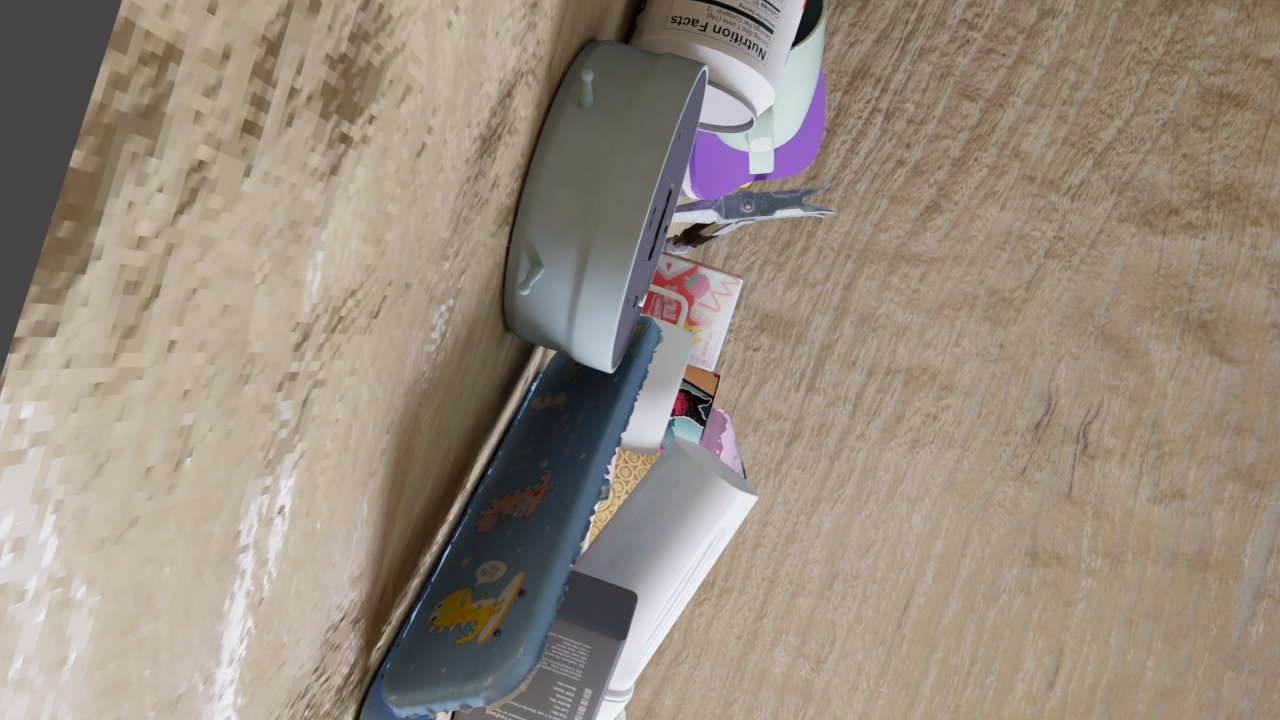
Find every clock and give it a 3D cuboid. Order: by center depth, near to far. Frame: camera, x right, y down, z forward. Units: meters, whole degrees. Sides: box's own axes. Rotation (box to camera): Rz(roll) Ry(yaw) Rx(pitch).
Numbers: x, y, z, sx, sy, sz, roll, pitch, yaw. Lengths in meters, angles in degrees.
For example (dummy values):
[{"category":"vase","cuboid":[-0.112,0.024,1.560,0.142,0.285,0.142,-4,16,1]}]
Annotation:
[{"category":"clock","cuboid":[-0.011,-0.061,0.370,0.159,0.045,0.122,-55,162,-83]}]

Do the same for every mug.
[{"category":"mug","cuboid":[0.071,-0.170,0.565,0.104,0.084,0.111,71,17,-66]},{"category":"mug","cuboid":[-0.004,0.004,0.639,0.094,0.068,0.115,50,58,-86]},{"category":"mug","cuboid":[0.009,0.044,0.815,0.118,0.098,0.081,101,7,-64]}]

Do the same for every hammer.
[{"category":"hammer","cuboid":[0.057,-0.124,0.874,0.317,0.147,0.028,-175,-101,-82]}]

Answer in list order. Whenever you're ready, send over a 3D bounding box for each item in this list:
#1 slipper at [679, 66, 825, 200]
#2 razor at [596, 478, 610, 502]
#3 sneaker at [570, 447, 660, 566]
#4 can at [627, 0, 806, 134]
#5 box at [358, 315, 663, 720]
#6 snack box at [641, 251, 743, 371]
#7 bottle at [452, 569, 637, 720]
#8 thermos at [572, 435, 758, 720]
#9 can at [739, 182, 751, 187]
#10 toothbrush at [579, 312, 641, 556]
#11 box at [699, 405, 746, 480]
[{"category":"slipper","cuboid":[0.066,-0.197,0.746,0.265,0.084,0.107,-35,132,-53]},{"category":"razor","cuboid":[-0.063,0.134,0.594,0.042,0.022,0.144,2,120,-43]},{"category":"sneaker","cuboid":[-0.026,0.135,0.811,0.121,0.086,0.239,-52,165,-63]},{"category":"can","cuboid":[0.043,-0.176,0.411,0.070,0.070,0.132,59,49,-86]},{"category":"box","cuboid":[-0.054,0.064,0.382,0.125,0.043,0.208,-50,-169,38]},{"category":"snack box","cuboid":[0.041,-0.051,0.888,0.079,0.095,0.093,-50,158,-80]},{"category":"bottle","cuboid":[-0.067,0.206,0.558,0.046,0.084,0.174,-65,173,-66]},{"category":"thermos","cuboid":[-0.007,0.163,0.648,0.220,0.099,0.099,-54,179,7]},{"category":"can","cuboid":[0.095,-0.254,0.912,0.131,0.072,0.100,100,5,-68]},{"category":"toothbrush","cuboid":[-0.030,0.070,0.702,0.026,0.027,0.222,10,90,-80]},{"category":"box","cuboid":[0.018,0.130,0.932,0.231,0.071,0.084,-39,-157,43]}]
